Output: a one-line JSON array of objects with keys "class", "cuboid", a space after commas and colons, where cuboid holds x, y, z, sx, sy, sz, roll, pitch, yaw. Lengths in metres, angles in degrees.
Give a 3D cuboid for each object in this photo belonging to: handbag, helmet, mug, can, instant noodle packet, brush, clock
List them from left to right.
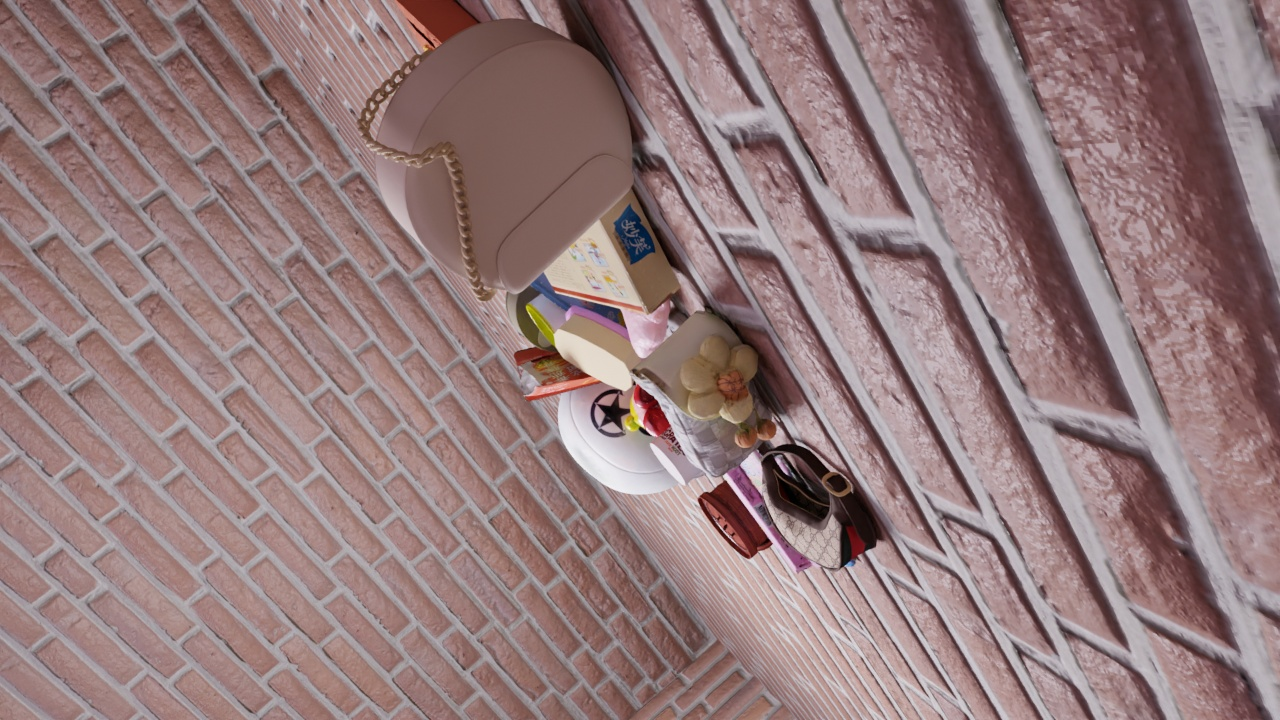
[{"class": "handbag", "cuboid": [-0.197, -0.328, 1.018, 0.172, 0.060, 0.109, 46, 172, 24]}, {"class": "handbag", "cuboid": [-0.107, -0.168, 0.774, 0.103, 0.210, 0.208, 42, 173, 39]}, {"class": "can", "cuboid": [-0.129, -0.082, 1.342, 0.128, 0.127, 0.073, 56, 170, -23]}, {"class": "mug", "cuboid": [-0.092, -0.075, 1.270, 0.082, 0.106, 0.083, 49, 168, 14]}, {"class": "instant noodle packet", "cuboid": [-0.081, 0.013, 1.329, 0.221, 0.164, 0.084, -167, 64, -73]}, {"class": "helmet", "cuboid": [-0.034, 0.128, 1.544, 0.264, 0.163, 0.237, 49, 170, 6]}, {"class": "brush", "cuboid": [-0.007, 0.007, 1.169, 0.229, 0.043, 0.089, 27, 152, 16]}, {"class": "mug", "cuboid": [0.076, 0.125, 1.278, 0.073, 0.089, 0.105, 40, 164, 44]}, {"class": "handbag", "cuboid": [0.082, 0.045, 0.967, 0.123, 0.112, 0.171, 22, 150, 54]}, {"class": "clock", "cuboid": [0.149, 0.230, 1.369, 0.120, 0.072, 0.158, 48, 167, 18]}, {"class": "handbag", "cuboid": [0.193, 0.159, 1.025, 0.138, 0.063, 0.167, 64, 163, -18]}]

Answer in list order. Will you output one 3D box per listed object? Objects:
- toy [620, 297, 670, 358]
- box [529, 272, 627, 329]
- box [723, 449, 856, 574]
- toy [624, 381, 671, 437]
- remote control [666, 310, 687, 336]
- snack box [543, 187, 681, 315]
[{"class": "toy", "cuboid": [0.006, -0.063, 1.052, 0.093, 0.050, 0.102, -54, 48, 54]}, {"class": "box", "cuboid": [-0.075, -0.098, 1.182, 0.209, 0.049, 0.121, 37, 155, 0]}, {"class": "box", "cuboid": [0.165, 0.179, 1.179, 0.230, 0.066, 0.159, 54, 168, -12]}, {"class": "toy", "cuboid": [0.010, 0.066, 1.367, 0.124, 0.097, 0.131, 62, -177, 4]}, {"class": "remote control", "cuboid": [0.076, 0.006, 1.089, 0.151, 0.019, 0.074, 53, 169, -7]}, {"class": "snack box", "cuboid": [-0.061, -0.137, 1.000, 0.208, 0.055, 0.153, 18, 142, 55]}]
